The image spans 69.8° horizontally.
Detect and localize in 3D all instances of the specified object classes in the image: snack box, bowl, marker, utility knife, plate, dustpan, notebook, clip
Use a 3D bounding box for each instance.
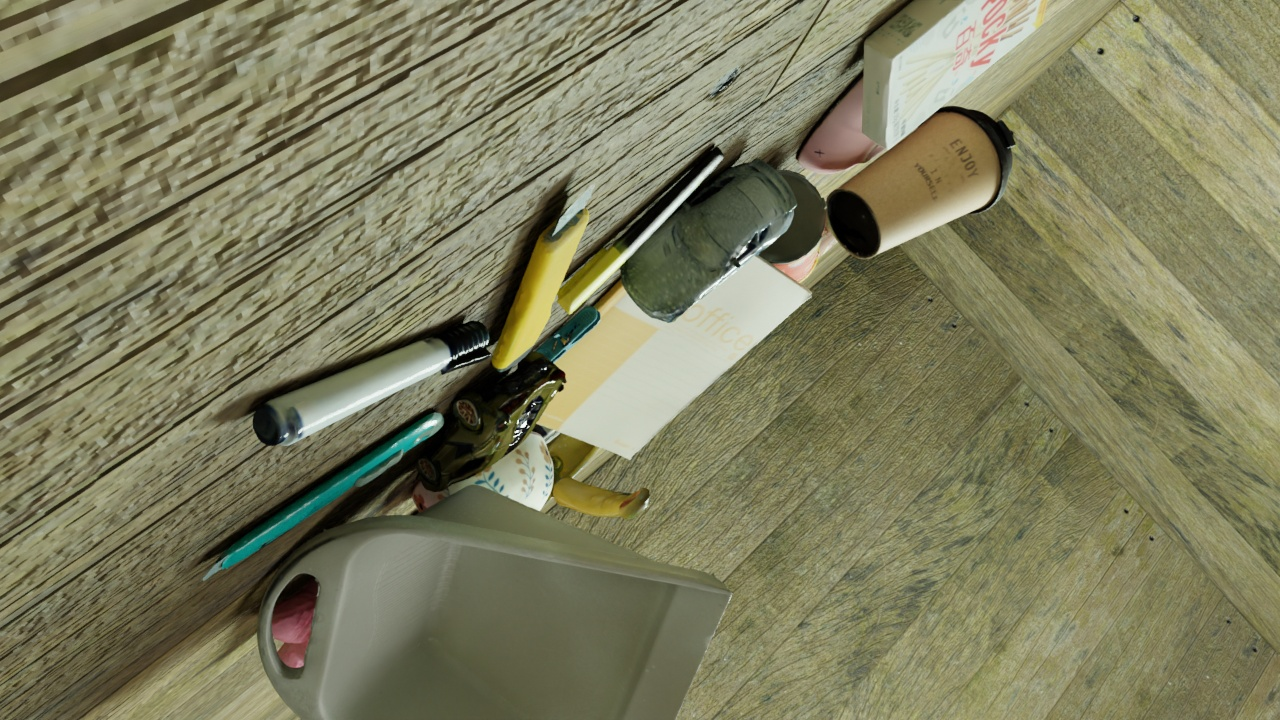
[{"bbox_3d":[0.208,-0.216,0.600,0.156,0.027,0.085,-39,150,-10],"label":"snack box"},{"bbox_3d":[-0.116,0.111,0.726,0.113,0.062,0.114,-26,160,-10],"label":"bowl"},{"bbox_3d":[0.000,-0.074,0.510,0.124,0.015,0.018,-45,175,2],"label":"marker"},{"bbox_3d":[-0.164,0.069,0.497,0.159,0.013,0.029,-37,171,-40],"label":"utility knife"},{"bbox_3d":[0.207,-0.210,0.718,0.192,0.039,0.192,-41,174,-5],"label":"plate"},{"bbox_3d":[-0.111,0.203,0.615,0.142,0.258,0.223,-30,143,-59],"label":"dustpan"},{"bbox_3d":[0.011,-0.009,0.679,0.207,0.010,0.145,-43,137,22],"label":"notebook"},{"bbox_3d":[-0.050,-0.016,0.617,0.057,0.014,0.046,-42,173,1],"label":"clip"},{"bbox_3d":[-0.105,0.008,0.382,0.018,0.022,0.130,-38,178,31],"label":"marker"},{"bbox_3d":[-0.050,-0.036,0.449,0.033,0.015,0.174,-45,176,-30],"label":"utility knife"}]

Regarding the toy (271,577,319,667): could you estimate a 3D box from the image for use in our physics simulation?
[{"bbox_3d":[-0.200,0.186,0.727,0.194,0.074,0.179,-13,149,-28],"label":"toy"}]

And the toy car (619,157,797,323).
[{"bbox_3d":[0.042,-0.075,0.569,0.120,0.054,0.037,-39,177,-8],"label":"toy car"}]

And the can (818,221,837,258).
[{"bbox_3d":[0.151,-0.112,0.998,0.147,0.058,0.058,-40,174,-12],"label":"can"}]

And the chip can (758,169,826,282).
[{"bbox_3d":[0.115,-0.103,0.765,0.073,0.073,0.216,-42,174,8],"label":"chip can"}]

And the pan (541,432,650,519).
[{"bbox_3d":[-0.086,0.131,0.889,0.197,0.078,0.358,-43,-175,-26],"label":"pan"}]

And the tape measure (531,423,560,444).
[{"bbox_3d":[-0.093,0.058,0.791,0.066,0.033,0.065,-40,176,19],"label":"tape measure"}]

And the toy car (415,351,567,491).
[{"bbox_3d":[-0.102,0.046,0.613,0.070,0.042,0.159,-36,175,-40],"label":"toy car"}]

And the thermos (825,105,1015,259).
[{"bbox_3d":[0.222,-0.141,0.737,0.143,0.093,0.093,-31,171,-20],"label":"thermos"}]
